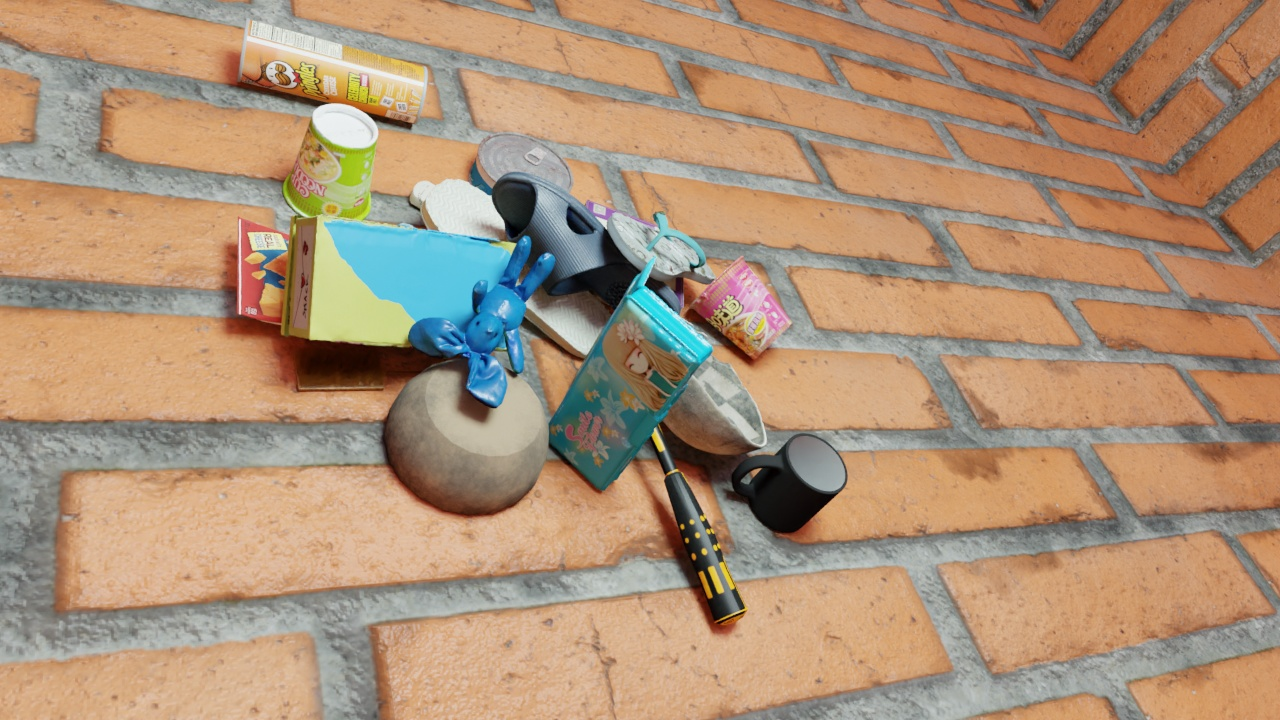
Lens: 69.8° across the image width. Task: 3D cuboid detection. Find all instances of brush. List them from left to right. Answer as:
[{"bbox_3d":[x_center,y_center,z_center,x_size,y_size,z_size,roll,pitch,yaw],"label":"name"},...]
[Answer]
[{"bbox_3d":[-0.279,0.008,0.918,0.126,0.017,0.048,0,52,-31],"label":"brush"}]

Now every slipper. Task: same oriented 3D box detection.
[{"bbox_3d":[-0.144,-0.102,1.076,0.272,0.054,0.114,42,44,-3],"label":"slipper"},{"bbox_3d":[-0.070,-0.100,1.034,0.263,0.101,0.082,38,56,-20],"label":"slipper"},{"bbox_3d":[0.035,-0.141,1.084,0.098,0.055,0.268,48,16,13],"label":"slipper"}]

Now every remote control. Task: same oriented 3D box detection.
[{"bbox_3d":[-0.221,-0.178,1.123,0.125,0.018,0.038,28,43,-9],"label":"remote control"}]

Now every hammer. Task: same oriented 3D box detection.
[{"bbox_3d":[0.032,0.120,0.958,0.036,0.124,0.320,-11,68,-33],"label":"hammer"}]

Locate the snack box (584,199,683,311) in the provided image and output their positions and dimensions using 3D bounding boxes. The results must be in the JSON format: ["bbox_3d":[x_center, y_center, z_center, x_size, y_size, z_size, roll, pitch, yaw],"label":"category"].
[{"bbox_3d":[-0.015,-0.127,1.184,0.143,0.041,0.147,19,45,-16],"label":"snack box"}]

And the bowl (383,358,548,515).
[{"bbox_3d":[-0.163,0.064,0.898,0.162,0.070,0.162,17,45,-18],"label":"bowl"}]

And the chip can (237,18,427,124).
[{"bbox_3d":[-0.382,-0.358,1.145,0.214,0.075,0.075,9,48,-25],"label":"chip can"}]

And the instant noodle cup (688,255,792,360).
[{"bbox_3d":[0.135,-0.064,1.187,0.108,0.098,0.097,46,43,2],"label":"instant noodle cup"}]

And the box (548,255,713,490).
[{"bbox_3d":[-0.028,0.006,0.916,0.085,0.228,0.169,2,51,-30],"label":"box"}]

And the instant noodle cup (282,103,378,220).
[{"bbox_3d":[-0.340,-0.221,1.023,0.099,0.108,0.098,16,46,-18],"label":"instant noodle cup"}]

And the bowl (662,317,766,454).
[{"bbox_3d":[0.060,0.042,1.034,0.178,0.081,0.178,47,16,-18],"label":"bowl"}]

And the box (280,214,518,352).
[{"bbox_3d":[-0.233,-0.073,0.919,0.220,0.083,0.124,1,95,-40],"label":"box"}]

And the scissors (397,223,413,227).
[{"bbox_3d":[-0.227,-0.092,1.002,0.134,0.011,0.139,-29,93,-14],"label":"scissors"}]

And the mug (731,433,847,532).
[{"bbox_3d":[0.158,0.133,1.018,0.113,0.088,0.078,15,46,-20],"label":"mug"}]

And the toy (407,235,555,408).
[{"bbox_3d":[-0.149,-0.043,0.894,0.113,0.071,0.176,30,62,-6],"label":"toy"}]

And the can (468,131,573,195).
[{"bbox_3d":[-0.155,-0.238,1.197,0.130,0.044,0.129,17,45,-18],"label":"can"}]

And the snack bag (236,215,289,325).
[{"bbox_3d":[-0.340,-0.081,0.943,0.144,0.039,0.130,13,47,-36],"label":"snack bag"}]
